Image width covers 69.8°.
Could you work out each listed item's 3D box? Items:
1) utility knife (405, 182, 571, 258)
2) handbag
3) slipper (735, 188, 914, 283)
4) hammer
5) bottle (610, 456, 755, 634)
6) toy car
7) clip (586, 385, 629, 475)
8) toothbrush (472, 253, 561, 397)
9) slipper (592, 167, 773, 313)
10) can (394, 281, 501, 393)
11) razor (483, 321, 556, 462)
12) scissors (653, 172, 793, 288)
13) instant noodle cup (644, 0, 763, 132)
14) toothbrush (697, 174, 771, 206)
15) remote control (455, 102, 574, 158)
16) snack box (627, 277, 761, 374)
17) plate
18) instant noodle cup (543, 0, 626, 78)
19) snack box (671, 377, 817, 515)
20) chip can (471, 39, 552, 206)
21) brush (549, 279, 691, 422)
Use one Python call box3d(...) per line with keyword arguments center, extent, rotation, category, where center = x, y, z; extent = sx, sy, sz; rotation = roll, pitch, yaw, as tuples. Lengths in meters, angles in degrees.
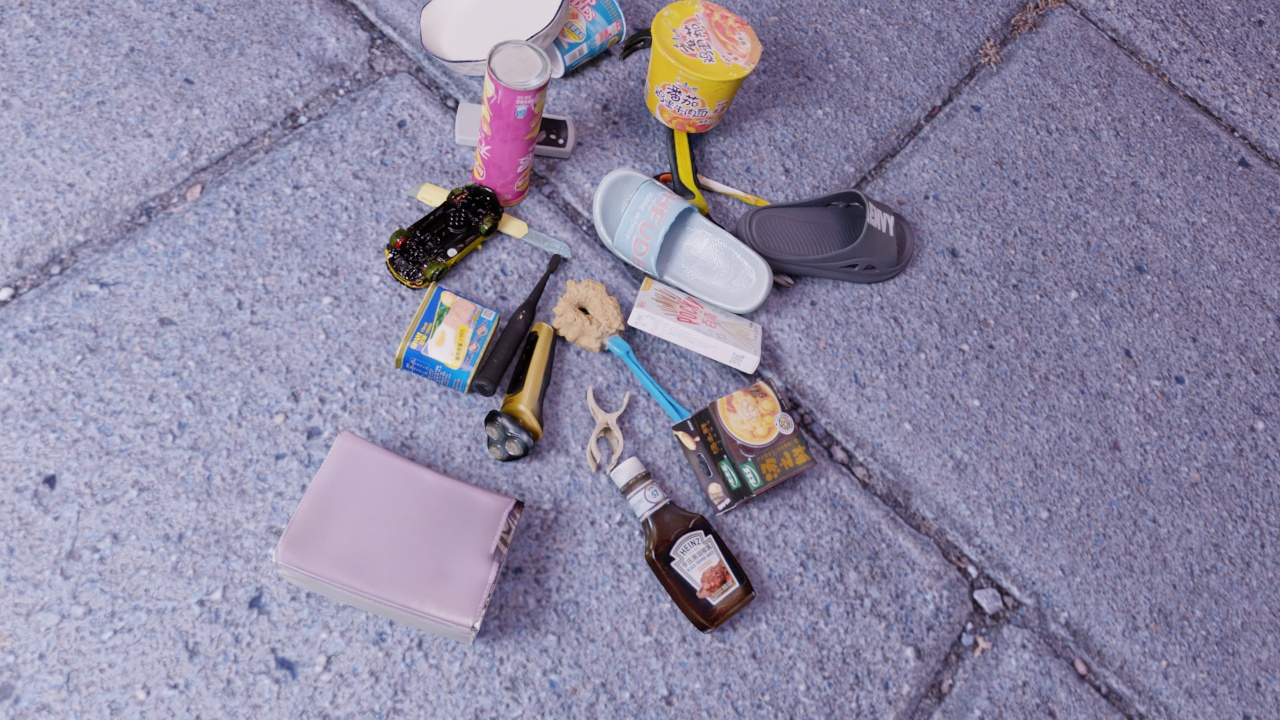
box3d(center=(-0.178, -0.170, 1.100), extent=(0.211, 0.022, 0.030), rotation=(20, 65, 3), category="utility knife")
box3d(center=(-0.226, 0.170, 0.879), extent=(0.197, 0.099, 0.144), rotation=(21, 63, -3), category="handbag")
box3d(center=(0.252, -0.161, 1.164), extent=(0.267, 0.083, 0.110), rotation=(-2, 71, -24), category="slipper")
box3d(center=(0.043, -0.323, 1.214), extent=(0.126, 0.032, 0.322), rotation=(1, 60, -13), category="hammer")
box3d(center=(0.037, 0.189, 0.971), extent=(0.079, 0.044, 0.195), rotation=(-30, 75, -26), category="bottle")
box3d(center=(-0.224, -0.144, 1.062), extent=(0.071, 0.041, 0.155), rotation=(42, 67, 7), category="toy car")
box3d(center=(-0.039, 0.074, 1.013), extent=(0.071, 0.035, 0.100), rotation=(10, 58, -9), category="clip")
box3d(center=(-0.134, -0.046, 1.036), extent=(0.026, 0.027, 0.212), rotation=(25, 53, -3), category="toothbrush")
box3d(center=(0.045, -0.138, 1.087), extent=(0.245, 0.074, 0.104), rotation=(33, 96, 10), category="slipper")
box3d(center=(-0.208, -0.023, 1.001), extent=(0.083, 0.057, 0.101), rotation=(23, 62, -6), category="can")
box3d(center=(-0.126, 0.029, 0.999), extent=(0.067, 0.062, 0.167), rotation=(39, 49, -34), category="razor")
box3d(center=(0.088, -0.148, 1.155), extent=(0.141, 0.022, 0.235), rotation=(-28, 72, -32), category="scissors")
box3d(center=(0.070, -0.364, 1.159), extent=(0.138, 0.110, 0.137), rotation=(6, 58, -10), category="instant noodle cup")
box3d(center=(0.141, -0.209, 1.207), extent=(0.191, 0.016, 0.018), rotation=(20, 70, -6), category="toothbrush")
box3d(center=(-0.158, -0.292, 1.163), extent=(0.150, 0.021, 0.058), rotation=(4, 64, -12), category="remote control")
box3d(center=(0.067, -0.042, 1.079), extent=(0.157, 0.027, 0.084), rotation=(23, 30, -4), category="snack box")
box3d(center=(-0.182, -0.439, 1.170), extent=(0.205, 0.045, 0.204), rotation=(-9, 58, 14), category="plate")
box3d(center=(-0.090, -0.432, 1.214), extent=(0.099, 0.099, 0.109), rotation=(43, 70, 7), category="instant noodle cup")
box3d(center=(0.117, 0.094, 1.024), extent=(0.125, 0.053, 0.113), rotation=(-21, 78, -35), category="snack box")
box3d(center=(-0.150, -0.263, 1.043), extent=(0.071, 0.211, 0.071), rotation=(6, 64, -12), category="chip can")
box3d(center=(-0.006, 0.006, 1.055), extent=(0.254, 0.046, 0.083), rotation=(46, 58, 5), category="brush")
